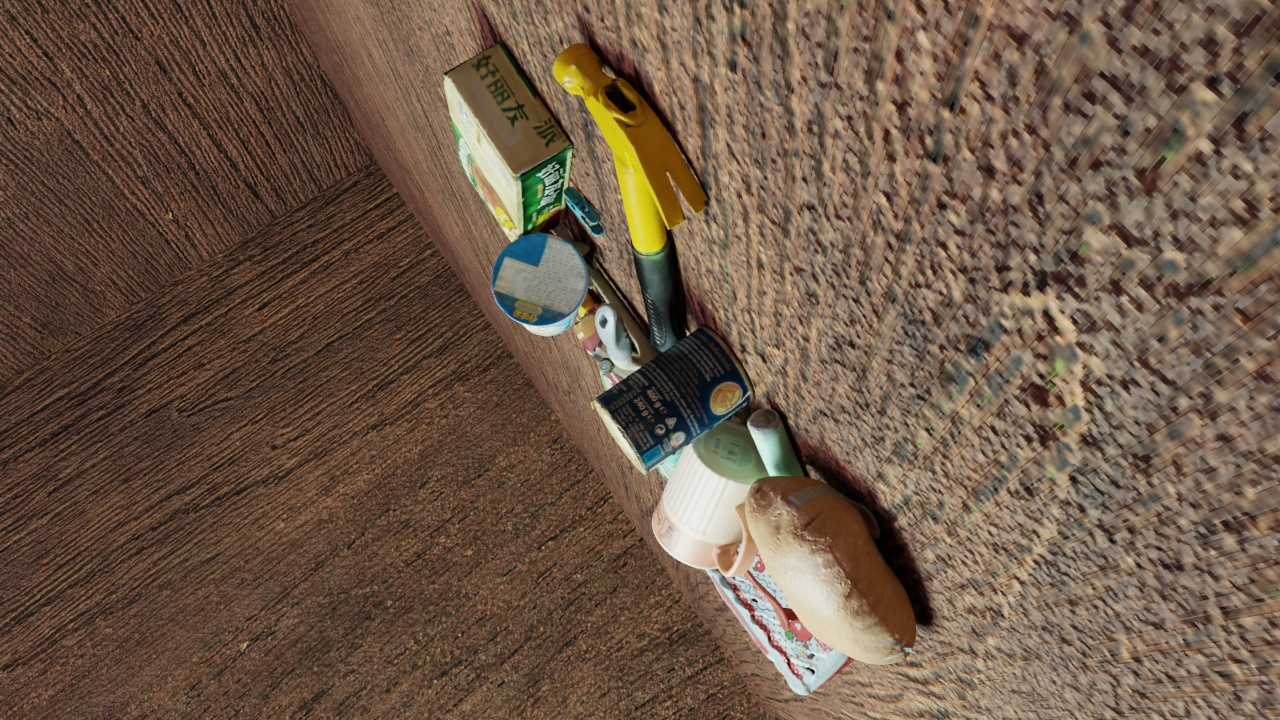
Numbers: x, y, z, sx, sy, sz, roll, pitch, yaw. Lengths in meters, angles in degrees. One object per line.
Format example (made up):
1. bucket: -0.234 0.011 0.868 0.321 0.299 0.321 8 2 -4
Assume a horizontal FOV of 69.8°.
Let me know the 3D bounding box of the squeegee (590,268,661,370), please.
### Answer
1. squeegee: -0.011 -0.011 0.832 0.246 0.039 0.246 54 -177 14

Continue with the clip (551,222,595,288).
1. clip: -0.084 -0.125 1.001 0.098 0.034 0.064 42 163 36

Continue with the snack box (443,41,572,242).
1. snack box: -0.125 -0.193 0.880 0.114 0.063 0.240 56 171 3

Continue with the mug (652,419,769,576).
1. mug: 0.069 0.125 0.787 0.114 0.081 0.106 -116 36 -45

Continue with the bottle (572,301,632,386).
1. bottle: -0.004 0.019 1.003 0.175 0.057 0.057 56 171 0

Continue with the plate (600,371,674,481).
1. plate: 0.011 0.095 1.272 0.230 0.027 0.230 53 169 14

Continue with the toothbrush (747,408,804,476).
1. toothbrush: 0.134 0.125 0.768 0.026 0.027 0.224 27 151 49

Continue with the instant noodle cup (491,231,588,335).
1. instant noodle cup: -0.101 -0.071 0.971 0.099 0.099 0.110 54 173 9

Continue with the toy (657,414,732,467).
1. toy: 0.045 0.067 0.826 0.030 0.092 0.096 51 172 32

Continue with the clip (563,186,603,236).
1. clip: -0.053 -0.139 0.852 0.056 0.014 0.041 52 169 27

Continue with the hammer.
1. hammer: 0.007 -0.088 0.677 0.128 0.032 0.301 52 170 26

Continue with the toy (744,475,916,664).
1. toy: 0.157 0.181 0.714 0.226 0.082 0.143 59 175 -37

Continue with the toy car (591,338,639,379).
1. toy car: -0.006 0.006 0.947 0.090 0.035 0.042 34 -151 -1

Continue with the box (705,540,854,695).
1. box: 0.138 0.253 0.978 0.201 0.090 0.068 50 177 31

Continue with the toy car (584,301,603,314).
1. toy car: -0.027 -0.011 1.060 0.120 0.045 0.053 54 172 -2

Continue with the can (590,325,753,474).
1. can: 0.025 0.033 0.745 0.075 0.111 0.075 54 170 13

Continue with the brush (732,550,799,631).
1. brush: 0.132 0.195 0.886 0.146 0.069 0.063 59 171 -18

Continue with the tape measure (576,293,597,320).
1. tape measure: -0.064 -0.062 1.113 0.060 0.029 0.057 47 166 43
